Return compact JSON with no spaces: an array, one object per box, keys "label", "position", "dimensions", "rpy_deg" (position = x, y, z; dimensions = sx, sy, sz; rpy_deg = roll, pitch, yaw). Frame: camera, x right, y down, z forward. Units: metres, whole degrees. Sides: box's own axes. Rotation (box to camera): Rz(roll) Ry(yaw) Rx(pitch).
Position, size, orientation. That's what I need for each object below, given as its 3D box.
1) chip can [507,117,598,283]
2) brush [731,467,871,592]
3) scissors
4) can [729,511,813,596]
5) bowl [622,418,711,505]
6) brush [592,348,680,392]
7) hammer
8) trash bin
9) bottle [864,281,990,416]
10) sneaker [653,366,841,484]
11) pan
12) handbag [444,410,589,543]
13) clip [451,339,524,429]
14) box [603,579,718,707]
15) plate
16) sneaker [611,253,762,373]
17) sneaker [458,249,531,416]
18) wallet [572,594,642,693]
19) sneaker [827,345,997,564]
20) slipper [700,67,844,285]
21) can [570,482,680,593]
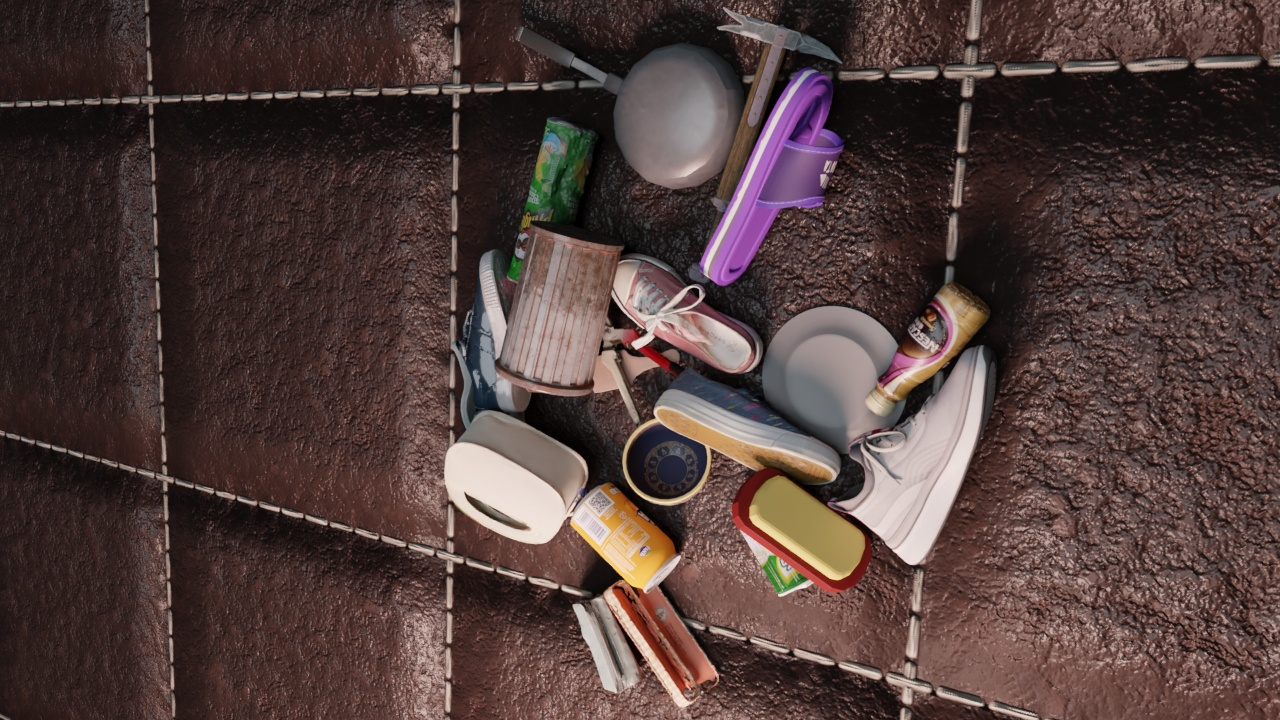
[{"label":"chip can","position":[-0.116,-0.207,1.221],"dimensions":[0.075,0.075,0.223],"rpy_deg":[24,107,24]},{"label":"brush","position":[0.192,0.197,1.076],"dimensions":[0.173,0.082,0.042],"rpy_deg":[35,158,2]},{"label":"scissors","position":[-0.017,-0.003,1.211],"dimensions":[0.194,0.015,0.179],"rpy_deg":[7,96,24]},{"label":"can","position":[0.169,0.221,1.123],"dimensions":[0.067,0.067,0.121],"rpy_deg":[-37,78,28]},{"label":"bowl","position":[0.038,0.135,1.181],"dimensions":[0.112,0.061,0.112],"rpy_deg":[-4,68,9]},{"label":"brush","position":[-0.007,0.007,1.225],"dimensions":[0.136,0.015,0.050],"rpy_deg":[-13,89,24]},{"label":"hammer","position":[0.121,-0.237,1.095],"dimensions":[0.147,0.028,0.317],"rpy_deg":[14,113,-7]},{"label":"trash bin","position":[-0.104,-0.059,1.165],"dimensions":[0.131,0.130,0.211],"rpy_deg":[21,105,25]},{"label":"bottle","position":[0.312,-0.007,1.017],"dimensions":[0.059,0.059,0.166],"rpy_deg":[43,115,18]},{"label":"sneaker","position":[0.137,0.078,1.122],"dimensions":[0.235,0.087,0.079],"rpy_deg":[21,63,15]},{"label":"pan","position":[-0.029,-0.350,1.171],"dimensions":[0.357,0.041,0.179],"rpy_deg":[34,112,21]},{"label":"handbag","position":[-0.175,0.172,1.279],"dimensions":[0.200,0.092,0.200],"rpy_deg":[29,135,2]},{"label":"clip","position":[-0.251,0.052,1.357],"dimensions":[0.142,0.029,0.171],"rpy_deg":[-30,81,27]},{"label":"box","position":[0.029,0.367,1.223],"dimensions":[0.187,0.083,0.043],"rpy_deg":[53,132,11]},{"label":"plate","position":[0.228,0.025,1.095],"dimensions":[0.179,0.012,0.178],"rpy_deg":[4,99,29]},{"label":"sneaker","position":[0.039,-0.057,1.143],"dimensions":[0.241,0.087,0.118],"rpy_deg":[34,112,26]},{"label":"sneaker","position":[-0.209,-0.034,1.277],"dimensions":[0.087,0.089,0.235],"rpy_deg":[-4,91,20]},{"label":"wallet","position":[-0.047,0.385,1.257],"dimensions":[0.131,0.054,0.101],"rpy_deg":[63,159,7]},{"label":"sneaker","position":[0.303,0.090,1.012],"dimensions":[0.129,0.096,0.264],"rpy_deg":[25,115,19]},{"label":"slipper","position":[0.168,-0.189,1.047],"dimensions":[0.084,0.107,0.267],"rpy_deg":[39,119,21]},{"label":"can","position":[-0.021,0.235,1.223],"dimensions":[0.142,0.079,0.079],"rpy_deg":[42,114,18]}]
